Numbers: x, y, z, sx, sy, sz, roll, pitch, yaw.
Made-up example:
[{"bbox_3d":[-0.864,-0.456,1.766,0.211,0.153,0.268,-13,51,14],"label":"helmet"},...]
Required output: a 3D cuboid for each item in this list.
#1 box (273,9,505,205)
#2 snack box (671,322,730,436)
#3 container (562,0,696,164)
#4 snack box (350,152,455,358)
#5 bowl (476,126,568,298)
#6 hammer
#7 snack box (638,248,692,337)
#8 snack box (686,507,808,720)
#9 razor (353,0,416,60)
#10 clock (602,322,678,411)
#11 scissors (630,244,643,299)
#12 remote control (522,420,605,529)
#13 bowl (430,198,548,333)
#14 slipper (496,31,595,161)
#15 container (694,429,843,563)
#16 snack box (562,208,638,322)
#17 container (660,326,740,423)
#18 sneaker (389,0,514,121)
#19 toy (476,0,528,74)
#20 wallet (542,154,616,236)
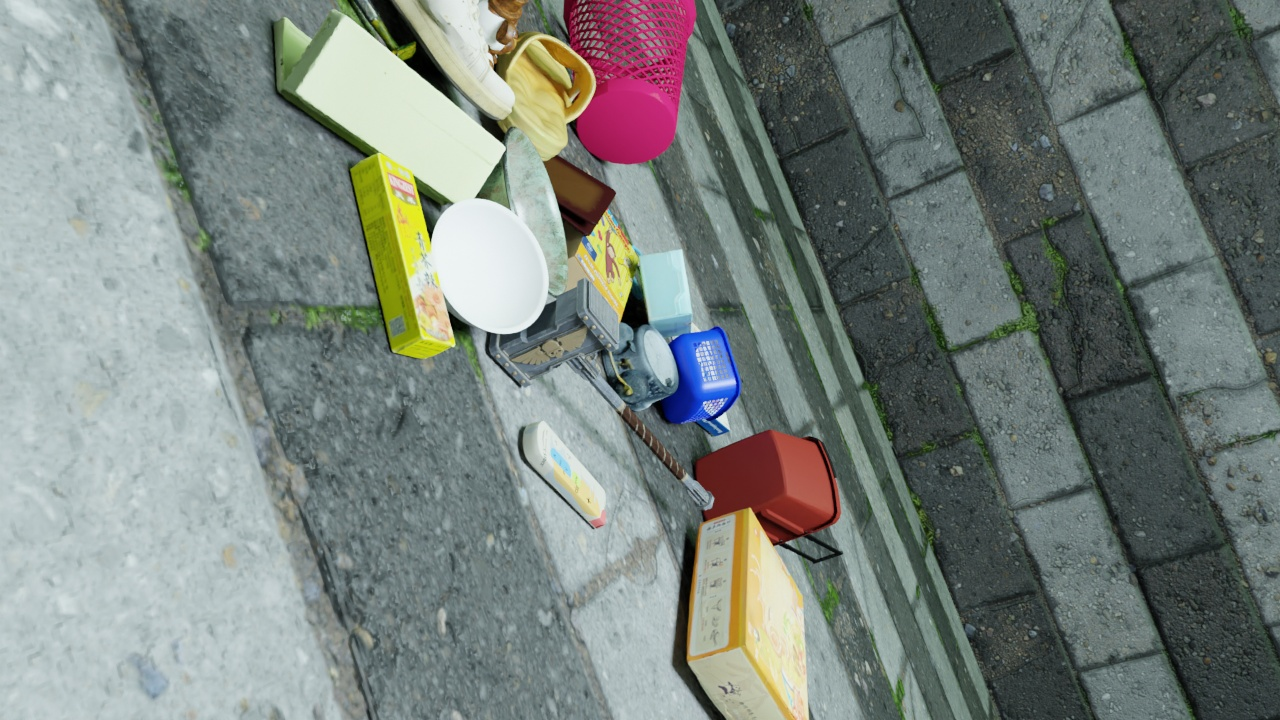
[{"bbox_3d":[-0.190,-0.183,0.701,0.188,0.089,0.077,35,69,-58],"label":"box"},{"bbox_3d":[0.078,0.020,1.222,0.082,0.026,0.149,40,33,-54],"label":"snack box"},{"bbox_3d":[-0.017,-0.386,1.216,0.183,0.183,0.225,45,37,-47],"label":"container"},{"bbox_3d":[-0.172,-0.075,0.663,0.040,0.029,0.148,18,52,-65],"label":"snack box"},{"bbox_3d":[-0.110,-0.130,0.836,0.157,0.038,0.157,-12,89,-79],"label":"bowl"},{"bbox_3d":[-0.006,0.057,0.851,0.322,0.099,0.044,51,26,-40],"label":"hammer"},{"bbox_3d":[0.030,-0.074,1.070,0.175,0.053,0.075,73,7,-84],"label":"snack box"},{"bbox_3d":[0.107,0.275,0.941,0.145,0.081,0.194,58,22,-24],"label":"snack box"},{"bbox_3d":[-0.230,-0.296,0.763,0.106,0.026,0.042,57,24,-18],"label":"razor"},{"bbox_3d":[-0.006,0.006,0.985,0.129,0.052,0.090,8,62,-63],"label":"clock"},{"bbox_3d":[-0.021,-0.129,1.152,0.136,0.015,0.125,36,35,-46],"label":"scissors"},{"bbox_3d":[-0.062,0.099,0.785,0.125,0.018,0.038,53,24,-40],"label":"remote control"},{"bbox_3d":[-0.129,-0.070,0.732,0.109,0.041,0.109,17,65,-41],"label":"bowl"},{"bbox_3d":[-0.101,-0.304,0.990,0.099,0.079,0.262,36,28,-25],"label":"slipper"},{"bbox_3d":[0.173,0.169,1.132,0.200,0.148,0.126,28,44,-48],"label":"container"},{"bbox_3d":[-0.050,-0.102,0.977,0.088,0.040,0.125,57,28,-28],"label":"snack box"},{"bbox_3d":[0.060,0.020,1.059,0.114,0.058,0.096,128,-51,-61],"label":"container"},{"bbox_3d":[-0.170,-0.332,0.807,0.241,0.102,0.089,55,1,-23],"label":"sneaker"},{"bbox_3d":[-0.145,-0.317,0.884,0.067,0.113,0.087,15,57,-39],"label":"toy"},{"bbox_3d":[-0.086,-0.183,0.946,0.115,0.018,0.091,33,36,-8],"label":"wallet"}]
